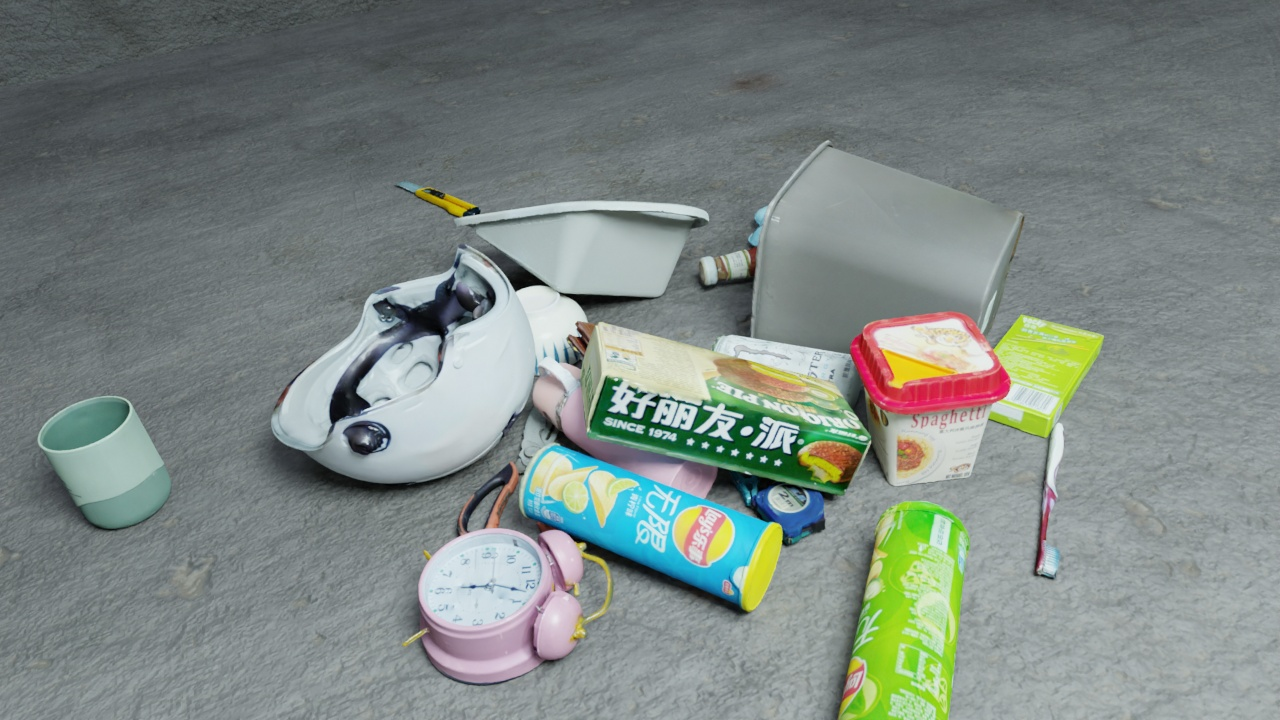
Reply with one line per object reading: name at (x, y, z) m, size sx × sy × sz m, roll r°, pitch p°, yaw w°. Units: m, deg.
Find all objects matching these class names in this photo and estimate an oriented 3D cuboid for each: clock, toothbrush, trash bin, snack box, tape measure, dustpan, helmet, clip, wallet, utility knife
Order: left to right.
helmet at (-0.206, 0.028, 0.881) m, size 0.259 × 0.146 × 0.228 m, roll -33°, pitch 31°, yaw 9°
utility knife at (-0.316, -0.252, 1.412) m, size 0.033 × 0.015 × 0.218 m, roll -31°, pitch 41°, yaw -34°
clock at (-0.099, 0.186, 0.719) m, size 0.158 × 0.060 × 0.117 m, roll -4°, pitch 36°, yaw 1°
dustpan at (-0.051, -0.167, 1.086) m, size 0.222 × 0.143 × 0.258 m, roll -1°, pitch 31°, yaw -42°
wallet at (-0.006, 0.005, 0.937) m, size 0.124 × 0.032 × 0.101 m, roll 18°, pitch 19°, yaw -31°
snack box at (0.069, 0.040, 0.801) m, size 0.240 × 0.063 × 0.114 m, roll 14°, pitch 22°, yaw -13°
clip at (0.098, 0.111, 0.830) m, size 0.034 × 0.013 × 0.055 m, roll -4°, pitch 33°, yaw 6°
tape measure at (0.130, 0.129, 0.788) m, size 0.054 × 0.025 × 0.058 m, roll -20°, pitch 41°, yaw -20°
trash bin at (0.251, -0.087, 0.942) m, size 0.220 × 0.199 × 0.198 m, roll 20°, pitch 45°, yaw 22°
snack box at (0.387, 0.011, 0.906) m, size 0.086 × 0.026 × 0.156 m, roll 20°, pitch 44°, yaw 33°
toothbrush at (0.351, 0.113, 0.778) m, size 0.017 × 0.016 × 0.187 m, roll 16°, pitch 41°, yaw 17°

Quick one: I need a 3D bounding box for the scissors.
scissors at (-0.099, 0.104, 0.874) m, size 0.197 × 0.015 × 0.213 m, roll -27°, pitch 39°, yaw -26°

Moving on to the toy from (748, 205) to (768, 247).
toy at (0.226, -0.188, 1.196) m, size 0.156 × 0.050 × 0.161 m, roll 4°, pitch 44°, yaw 16°

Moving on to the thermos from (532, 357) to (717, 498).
thermos at (-0.023, 0.060, 0.850) m, size 0.067 × 0.087 × 0.199 m, roll -43°, pitch 51°, yaw -18°

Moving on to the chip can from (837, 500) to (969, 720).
chip can at (0.187, 0.194, 0.646) m, size 0.073 × 0.073 × 0.220 m, roll 8°, pitch 38°, yaw 20°

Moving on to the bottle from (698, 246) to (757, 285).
bottle at (0.174, -0.127, 1.113) m, size 0.206 × 0.060 × 0.059 m, roll -12°, pitch 35°, yaw -6°

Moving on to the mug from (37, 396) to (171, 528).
mug at (-0.513, 0.094, 0.881) m, size 0.082 × 0.106 × 0.112 m, roll -31°, pitch 42°, yaw -29°

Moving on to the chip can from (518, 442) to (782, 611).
chip can at (0.005, 0.132, 0.750) m, size 0.210 × 0.071 × 0.071 m, roll 17°, pitch 42°, yaw 23°

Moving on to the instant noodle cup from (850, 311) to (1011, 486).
instant noodle cup at (0.250, 0.038, 0.809) m, size 0.116 × 0.124 × 0.116 m, roll -8°, pitch 35°, yaw 0°

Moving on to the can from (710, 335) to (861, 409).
can at (0.145, 0.012, 0.920) m, size 0.147 × 0.058 × 0.058 m, roll 11°, pitch 39°, yaw 23°

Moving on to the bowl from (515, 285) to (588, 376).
bowl at (-0.116, -0.042, 1.037) m, size 0.116 × 0.066 × 0.116 m, roll -5°, pitch 35°, yaw 3°
